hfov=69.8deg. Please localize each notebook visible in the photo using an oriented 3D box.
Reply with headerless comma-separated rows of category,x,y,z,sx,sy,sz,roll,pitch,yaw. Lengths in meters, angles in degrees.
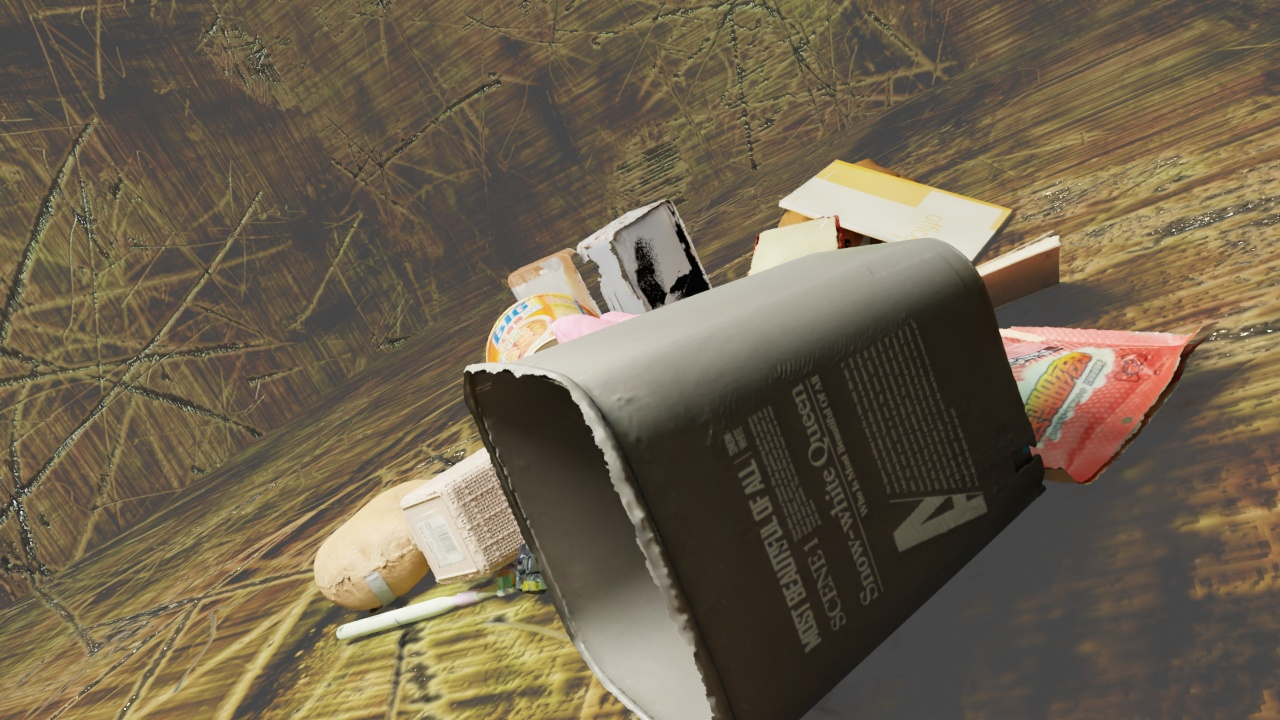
notebook,0.215,-0.034,0.707,0.212,0.012,0.149,-23,-15,21
notebook,0.271,-0.161,0.973,0.206,0.010,0.145,24,41,26

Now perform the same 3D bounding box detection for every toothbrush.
toothbrush,-0.175,0.199,0.738,0.190,0.020,0.029,-22,33,24

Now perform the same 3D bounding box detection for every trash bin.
trash bin,0.059,0.051,0.465,0.219,0.199,0.199,-26,12,-22

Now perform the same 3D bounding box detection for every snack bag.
snack bag,0.212,0.016,0.557,0.128,0.073,0.208,-37,20,-18

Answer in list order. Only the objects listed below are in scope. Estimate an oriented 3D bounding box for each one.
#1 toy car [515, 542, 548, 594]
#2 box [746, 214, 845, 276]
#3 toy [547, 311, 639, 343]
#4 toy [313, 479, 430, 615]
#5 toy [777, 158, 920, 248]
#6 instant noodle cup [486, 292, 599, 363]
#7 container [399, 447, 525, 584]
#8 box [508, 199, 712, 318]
toy car,-0.051,0.142,0.648,0.091,0.042,0.035,-19,-29,40
box,0.144,-0.083,0.839,0.091,0.077,0.168,-12,21,17
toy,-0.005,0.005,0.840,0.194,0.178,0.075,-82,15,-64
toy,-0.233,0.164,0.888,0.143,0.082,0.225,-22,10,5
toy,0.234,-0.153,1.069,0.199,0.130,0.140,-24,-20,-36
instant noodle cup,-0.093,0.008,1.052,0.151,0.151,0.111,-30,26,-7
container,-0.119,0.117,0.735,0.110,0.090,0.090,-28,3,-43
box,-0.029,-0.092,1.232,0.206,0.181,0.157,-15,19,44
